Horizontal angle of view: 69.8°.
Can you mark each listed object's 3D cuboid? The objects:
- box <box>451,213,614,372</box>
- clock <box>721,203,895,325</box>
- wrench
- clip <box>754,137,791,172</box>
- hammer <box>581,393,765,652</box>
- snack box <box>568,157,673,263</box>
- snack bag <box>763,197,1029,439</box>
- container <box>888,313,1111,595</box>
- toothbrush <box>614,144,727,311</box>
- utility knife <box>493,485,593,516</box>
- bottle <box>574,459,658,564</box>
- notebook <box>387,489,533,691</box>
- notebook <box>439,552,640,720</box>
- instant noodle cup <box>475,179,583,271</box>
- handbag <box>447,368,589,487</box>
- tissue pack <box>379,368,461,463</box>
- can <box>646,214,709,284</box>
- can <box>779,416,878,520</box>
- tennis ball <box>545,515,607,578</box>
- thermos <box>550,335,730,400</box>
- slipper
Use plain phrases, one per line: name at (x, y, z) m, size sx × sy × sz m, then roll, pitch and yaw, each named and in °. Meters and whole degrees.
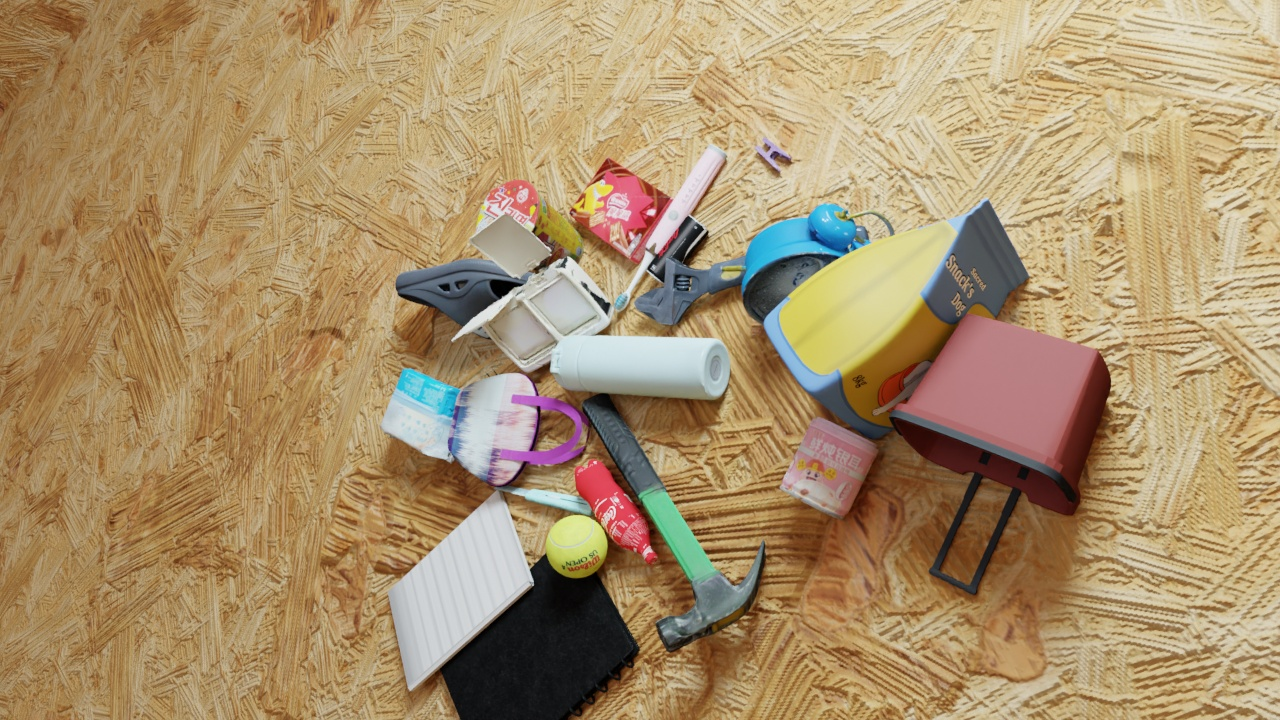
box at (-0.137, -0.057, 1.055) m, size 0.145 × 0.186 × 0.100 m, roll -32°, pitch 38°, yaw 28°
clock at (0.171, -0.092, 0.898) m, size 0.162 × 0.117 × 0.060 m, roll -25°, pitch 47°, yaw 25°
wrench at (0.111, -0.096, 0.987) m, size 0.274 × 0.022 × 0.073 m, roll -14°, pitch 94°, yaw 27°
clip at (0.147, -0.231, 1.031) m, size 0.036 × 0.013 × 0.052 m, roll -49°, pitch 50°, yaw 9°
hammer at (0.015, 0.141, 0.946) m, size 0.130 × 0.032 × 0.318 m, roll -25°, pitch 46°, yaw -11°
snack box at (-0.023, -0.186, 1.129) m, size 0.133 × 0.021 × 0.089 m, roll 40°, pitch 98°, yaw 39°
snack bag at (0.235, -0.039, 0.800) m, size 0.205 × 0.159 × 0.102 m, roll -39°, pitch 53°, yaw 16°
container at (0.283, 0.080, 0.749) m, size 0.148 × 0.127 × 0.200 m, roll 23°, pitch 80°, yaw 39°
toothbrush at (0.032, -0.152, 1.074) m, size 0.027 × 0.026 × 0.222 m, roll 34°, pitch 94°, yaw 19°
utility knife at (-0.112, 0.160, 1.065) m, size 0.159 × 0.015 × 0.022 m, roll 4°, pitch 37°, yaw 38°
bottle at (-0.025, 0.164, 0.983) m, size 0.042 × 0.042 × 0.141 m, roll -50°, pitch 53°, yaw 10°
notebook at (-0.219, 0.272, 1.091) m, size 0.210 × 0.009 × 0.142 m, roll -43°, pitch 46°, yaw 15°
notebook at (-0.117, 0.327, 1.002) m, size 0.232 × 0.019 × 0.169 m, roll -46°, pitch 51°, yaw 12°
instant noodle cup at (-0.129, -0.153, 1.135) m, size 0.101 × 0.112 × 0.100 m, roll -14°, pitch 64°, yaw 31°
handbag at (-0.138, 0.081, 1.091) m, size 0.170 × 0.068 × 0.144 m, roll 1°, pitch 74°, yaw 29°
tissue pack at (-0.270, 0.071, 1.183) m, size 0.145 × 0.061 × 0.093 m, roll 18°, pitch 85°, yaw 41°
can at (0.042, -0.126, 1.053) m, size 0.080 × 0.031 × 0.031 m, roll -51°, pitch 52°, yaw 8°
can at (0.175, 0.099, 0.848) m, size 0.067 × 0.067 × 0.076 m, roll 26°, pitch 90°, yaw 39°
tennis ball at (-0.067, 0.197, 0.971) m, size 0.065 × 0.065 × 0.065 m, roll -14°, pitch 65°, yaw 31°
thermos at (-0.006, 0.006, 1.011) m, size 0.207 × 0.077 × 0.065 m, roll 2°, pitch 90°, yaw 34°
slipper at (-0.223, -0.074, 1.178) m, size 0.269 × 0.110 × 0.083 m, roll 0°, pitch 75°, yaw 39°
